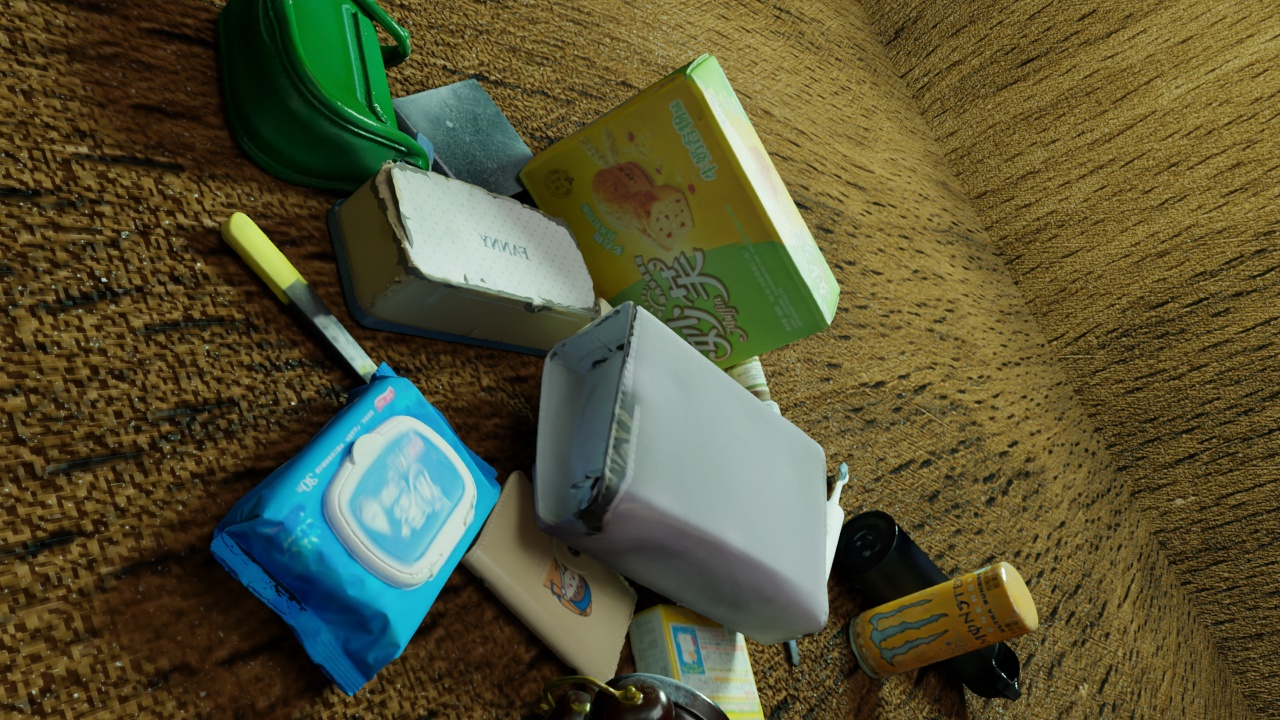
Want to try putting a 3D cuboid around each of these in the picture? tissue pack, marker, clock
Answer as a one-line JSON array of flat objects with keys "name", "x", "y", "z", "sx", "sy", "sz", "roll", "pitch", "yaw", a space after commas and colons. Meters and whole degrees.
[{"name": "tissue pack", "x": -0.123, "y": 0.069, "z": 0.434, "sx": 0.095, "sy": 0.052, "sz": 0.156, "roll": 51, "pitch": 31, "yaw": -15}, {"name": "marker", "x": -0.173, "y": -0.025, "z": 0.483, "sx": 0.124, "sy": 0.015, "sz": 0.018, "roll": 52, "pitch": 31, "yaw": -17}, {"name": "clock", "x": -0.002, "y": 0.200, "z": 0.471, "sx": 0.122, "sy": 0.082, "sz": 0.055, "roll": 52, "pitch": 36, "yaw": -17}]

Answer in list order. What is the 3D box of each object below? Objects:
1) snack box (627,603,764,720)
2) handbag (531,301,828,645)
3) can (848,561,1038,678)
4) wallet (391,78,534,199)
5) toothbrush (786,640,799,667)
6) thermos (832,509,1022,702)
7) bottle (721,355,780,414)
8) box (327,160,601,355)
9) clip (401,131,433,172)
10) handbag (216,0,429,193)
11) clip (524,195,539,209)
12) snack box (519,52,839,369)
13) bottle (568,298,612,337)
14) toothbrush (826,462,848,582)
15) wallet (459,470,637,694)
[{"name": "snack box", "x": 0.042, "y": 0.224, "z": 0.564, "sx": 0.086, "sy": 0.034, "sz": 0.140, "roll": 22, "pitch": 45, "yaw": -47}, {"name": "handbag", "x": 0.028, "y": 0.079, "z": 0.573, "sx": 0.197, "sy": 0.099, "sz": 0.144, "roll": 35, "pitch": 38, "yaw": -32}, {"name": "can", "x": 0.252, "y": 0.220, "z": 0.770, "sx": 0.058, "sy": 0.146, "sz": 0.058, "roll": 37, "pitch": 36, "yaw": -33}, {"name": "wallet", "x": -0.123, "y": -0.157, "z": 0.670, "sx": 0.097, "sy": 0.019, "sz": 0.120, "roll": 54, "pitch": 32, "yaw": -7}, {"name": "toothbrush", "x": 0.109, "y": 0.154, "z": 0.747, "sx": 0.014, "sy": 0.016, "sz": 0.189, "roll": 21, "pitch": 47, "yaw": -37}, {"name": "thermos", "x": 0.281, "y": 0.240, "z": 0.862, "sx": 0.242, "sy": 0.068, "sz": 0.090, "roll": 43, "pitch": -2, "yaw": -25}, {"name": "bottle", "x": 0.074, "y": -0.037, "z": 0.824, "sx": 0.059, "sy": 0.060, "sz": 0.206, "roll": 8, "pitch": 58, "yaw": -54}, {"name": "box", "x": -0.108, "y": -0.059, "z": 0.571, "sx": 0.184, "sy": 0.060, "sz": 0.089, "roll": 11, "pitch": 54, "yaw": -50}, {"name": "clip", "x": -0.146, "y": -0.117, "z": 0.597, "sx": 0.027, "sy": 0.045, "sz": 0.058, "roll": 55, "pitch": 19, "yaw": -71}, {"name": "handbag", "x": -0.181, "y": -0.169, "z": 0.545, "sx": 0.120, "sy": 0.068, "sz": 0.131, "roll": 14, "pitch": 53, "yaw": -53}, {"name": "clip", "x": -0.068, "y": -0.110, "z": 0.721, "sx": 0.055, "sy": 0.014, "sz": 0.039, "roll": 13, "pitch": 53, "yaw": -49}, {"name": "snack box", "x": 0.032, "y": -0.095, "z": 0.689, "sx": 0.210, "sy": 0.158, "sz": 0.069, "roll": 58, "pitch": 31, "yaw": -15}, {"name": "bottle", "x": -0.004, "y": 0.004, "z": 0.672, "sx": 0.149, "sy": 0.067, "sz": 0.066, "roll": 43, "pitch": 33, "yaw": -14}, {"name": "toothbrush", "x": 0.166, "y": 0.152, "z": 0.823, "sx": 0.220, "sy": 0.027, "sz": 0.026, "roll": -49, "pitch": 148, "yaw": -59}, {"name": "wallet", "x": -0.047, "y": 0.123, "z": 0.530, "sx": 0.115, "sy": 0.024, "sz": 0.087, "roll": 48, "pitch": 29, "yaw": -15}]
